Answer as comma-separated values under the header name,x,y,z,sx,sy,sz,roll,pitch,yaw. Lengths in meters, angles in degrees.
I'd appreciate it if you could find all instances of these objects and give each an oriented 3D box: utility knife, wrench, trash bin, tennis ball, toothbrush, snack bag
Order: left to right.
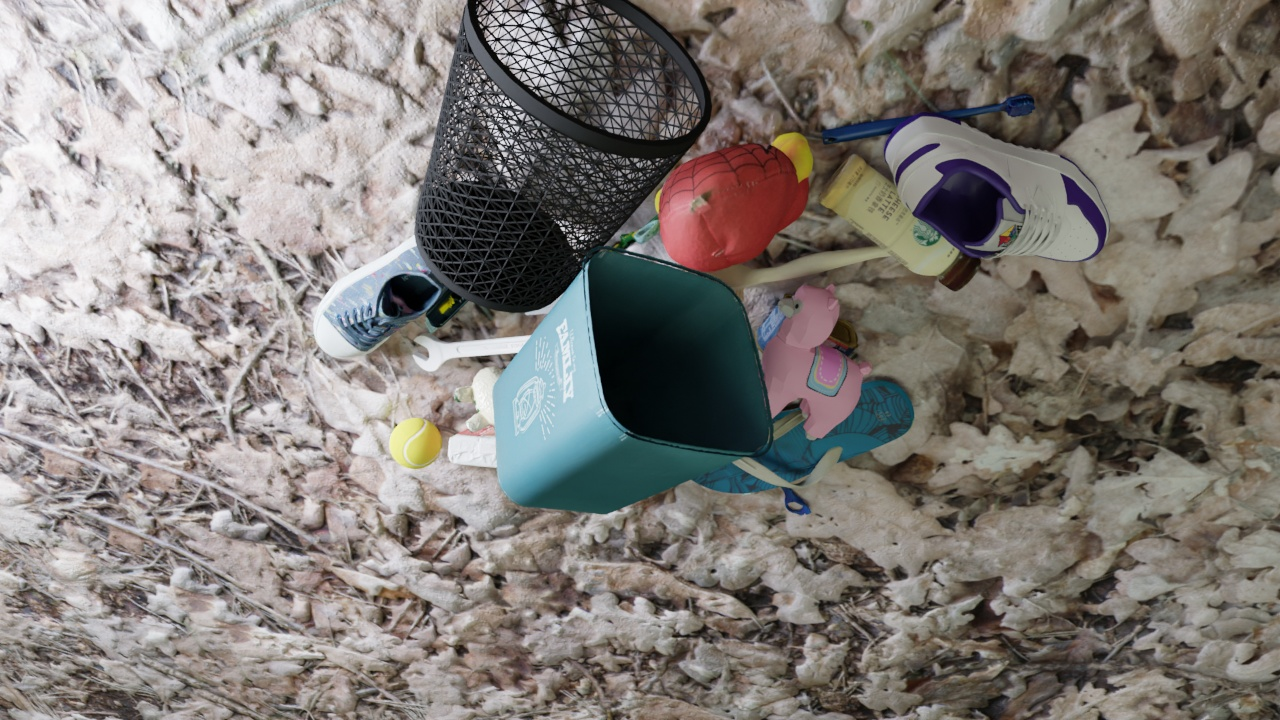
name,x,y,z,sx,sy,sz,roll,pitch,yaw
tennis ball,-0.287,0.106,1.171,0.065,0.065,0.065,4,129,5
utility knife,-0.194,-0.084,1.030,0.029,0.020,0.175,39,123,-18
snack bag,-0.180,0.100,1.120,0.077,0.115,0.036,4,97,8
wrench,-0.158,-0.016,1.037,0.274,0.009,0.047,-4,113,33
trash bin,-0.091,-0.181,0.829,0.217,0.216,0.244,26,134,-12
trash bin,-0.024,0.039,0.889,0.199,0.196,0.219,13,145,-34
toothbrush,0.266,-0.222,0.853,0.190,0.017,0.016,-7,127,14

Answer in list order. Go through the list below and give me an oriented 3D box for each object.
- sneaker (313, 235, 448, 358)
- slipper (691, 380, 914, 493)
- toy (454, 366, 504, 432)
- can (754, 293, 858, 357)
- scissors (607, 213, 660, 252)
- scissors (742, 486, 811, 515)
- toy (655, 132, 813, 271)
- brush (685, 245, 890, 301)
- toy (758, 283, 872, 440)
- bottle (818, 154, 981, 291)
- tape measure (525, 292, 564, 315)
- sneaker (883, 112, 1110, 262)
name,x,y,z,sx,sy,sz,roll,pitch,yaw
sneaker,-0.293,-0.062,1.028,0.236,0.079,0.087,-31,119,29
slipper,0.180,0.105,1.095,0.295,0.060,0.118,-20,116,22
toy,-0.166,0.044,1.099,0.112,0.087,0.050,-28,160,-21
can,0.183,-0.024,1.002,0.100,0.053,0.059,26,126,-12
scissors,-0.007,-0.122,0.913,0.011,0.125,0.128,53,150,-14
scissors,0.186,0.156,1.172,0.128,0.014,0.133,-25,122,26
toy,0.086,-0.143,0.818,0.148,0.215,0.099,-29,96,26
brush,0.173,-0.102,0.947,0.272,0.062,0.077,-7,143,9
toy,0.178,-0.001,0.947,0.123,0.067,0.158,20,122,-9
bottle,0.251,-0.129,0.881,0.162,0.056,0.057,36,126,-2
tape measure,-0.092,-0.073,1.000,0.060,0.062,0.020,-3,128,18
sneaker,0.339,-0.136,0.840,0.244,0.110,0.092,20,134,-14
